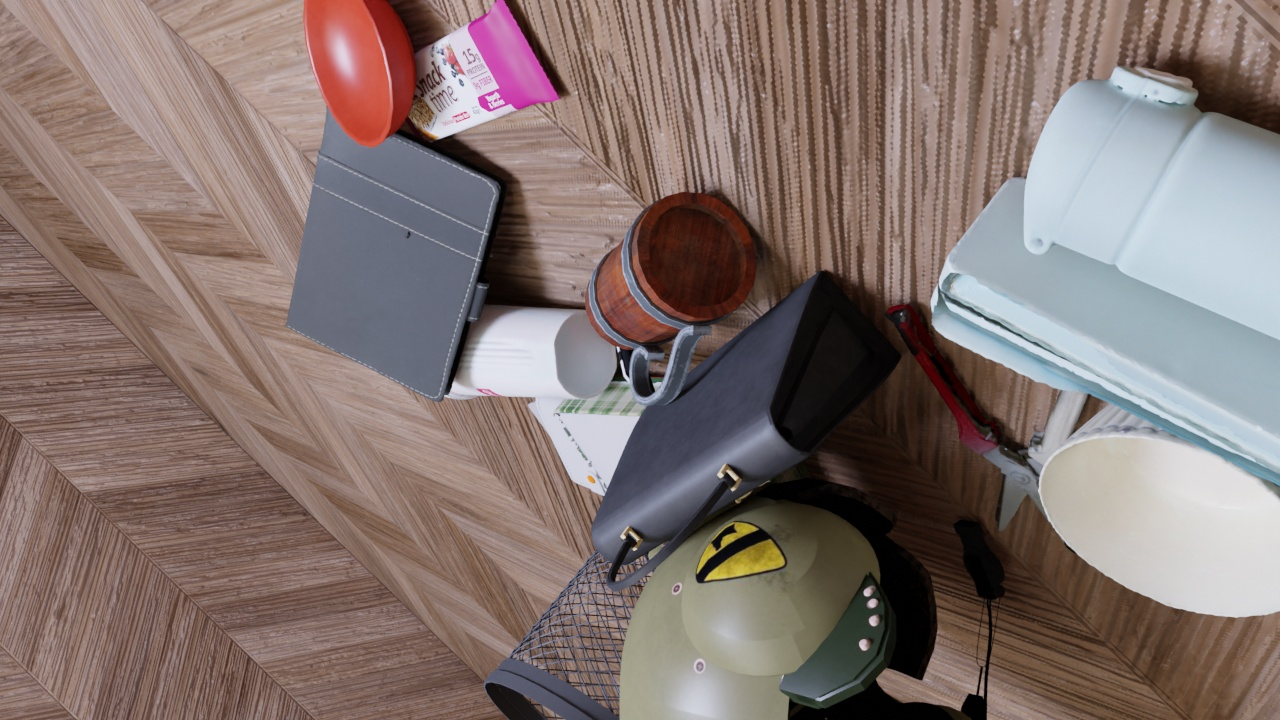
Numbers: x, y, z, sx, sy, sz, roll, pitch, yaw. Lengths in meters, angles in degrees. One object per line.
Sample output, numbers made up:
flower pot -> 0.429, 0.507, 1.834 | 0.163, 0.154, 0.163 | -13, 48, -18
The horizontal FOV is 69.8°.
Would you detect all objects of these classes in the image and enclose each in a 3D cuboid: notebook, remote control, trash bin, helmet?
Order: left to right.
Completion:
notebook -> -0.203, -0.083, 0.752 | 0.169, 0.029, 0.209 | 26, 120, 7
remote control -> -0.004, 0.004, 0.692 | 0.028, 0.012, 0.124 | 51, -175, -13
trash bin -> 0.017, 0.259, 0.822 | 0.218, 0.226, 0.218 | 28, 149, 18
helmet -> 0.105, 0.182, 0.571 | 0.233, 0.254, 0.250 | -5, 126, 49

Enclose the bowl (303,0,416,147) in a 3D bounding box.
bowl -> -0.197, -0.219, 0.662 | 0.122, 0.035, 0.122 | 30, 133, 37

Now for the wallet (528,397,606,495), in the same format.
wallet -> -0.058, 0.078, 0.896 | 0.115, 0.037, 0.118 | 13, 135, 44

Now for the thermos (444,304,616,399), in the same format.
thermos -> -0.122, -0.008, 0.806 | 0.221, 0.099, 0.099 | 3, 131, 46

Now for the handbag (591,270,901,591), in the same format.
handbag -> 0.039, 0.062, 0.533 | 0.072, 0.195, 0.176 | 46, 131, -4

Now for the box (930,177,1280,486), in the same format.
box -> 0.225, -0.005, 0.383 | 0.199, 0.083, 0.067 | 32, 132, 22

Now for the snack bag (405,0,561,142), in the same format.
snack bag -> -0.130, -0.196, 0.648 | 0.197, 0.016, 0.070 | 3, 130, 51

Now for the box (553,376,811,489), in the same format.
box -> 0.030, 0.068, 0.743 | 0.206, 0.050, 0.118 | -2, 130, 47

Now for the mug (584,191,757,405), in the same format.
mug -> 0.015, -0.033, 0.588 | 0.111, 0.081, 0.117 | 151, 116, -64

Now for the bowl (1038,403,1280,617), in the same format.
bowl -> 0.259, 0.058, 0.435 | 0.115, 0.062, 0.115 | 32, 149, 22

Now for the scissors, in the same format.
scissors -> 0.212, 0.035, 0.515 | 0.198, 0.015, 0.180 | 43, 152, 1

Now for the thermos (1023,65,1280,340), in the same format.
thermos -> 0.242, -0.038, 0.327 | 0.207, 0.065, 0.078 | 31, 126, 23
